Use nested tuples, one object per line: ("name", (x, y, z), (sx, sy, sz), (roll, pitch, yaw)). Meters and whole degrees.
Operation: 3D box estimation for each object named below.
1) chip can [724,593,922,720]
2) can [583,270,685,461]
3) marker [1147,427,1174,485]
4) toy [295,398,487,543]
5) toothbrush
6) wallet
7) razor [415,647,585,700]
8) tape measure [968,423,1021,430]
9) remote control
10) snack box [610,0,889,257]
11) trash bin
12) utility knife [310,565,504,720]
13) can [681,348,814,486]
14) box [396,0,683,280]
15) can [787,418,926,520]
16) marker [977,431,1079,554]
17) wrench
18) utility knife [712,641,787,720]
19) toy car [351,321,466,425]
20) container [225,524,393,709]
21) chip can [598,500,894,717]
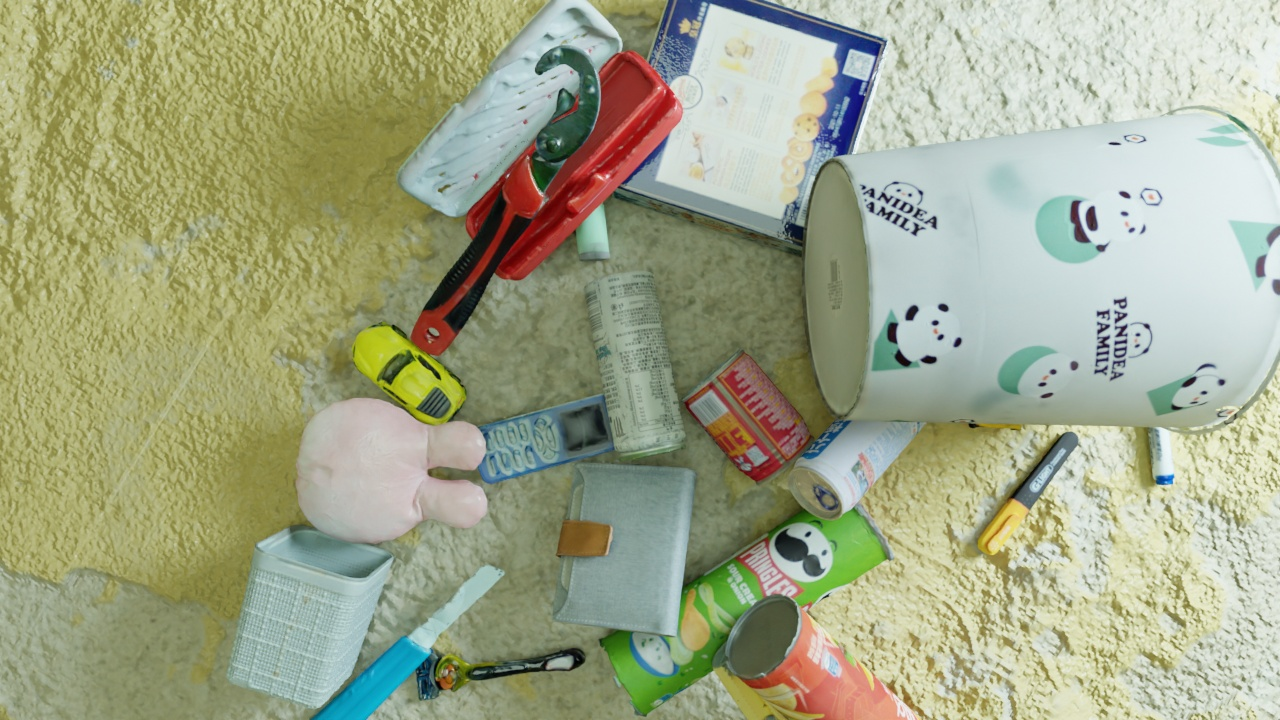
("chip can", (0.157, 0.265, 0.692), (0.073, 0.073, 0.216), (-45, 109, 0))
("can", (-0.004, 0.004, 0.734), (0.058, 0.058, 0.146), (-12, 85, 1))
("marker", (0.422, 0.029, 0.753), (0.017, 0.017, 0.145), (-6, 89, 1))
("toy", (-0.200, 0.092, 0.740), (0.159, 0.054, 0.121), (3, 100, 6))
("toothbrush", (-0.050, -0.192, 0.758), (0.027, 0.026, 0.224), (-8, 88, 40))
("wallet", (-0.015, 0.145, 0.721), (0.107, 0.037, 0.129), (2, 68, 18))
("razor", (-0.116, 0.254, 0.756), (0.143, 0.022, 0.042), (-6, 90, 0))
("tape measure", (0.285, 0.027, 0.749), (0.057, 0.029, 0.060), (4, 89, 2))
("remote control", (-0.074, 0.063, 0.756), (0.125, 0.024, 0.049), (-14, 89, -3))
("snack box", (0.086, -0.196, 0.746), (0.182, 0.046, 0.178), (18, 90, 1))
("trash bin", (0.257, -0.054, 0.643), (0.252, 0.229, 0.229), (-4, 89, -2))
("utility knife", (-0.198, 0.248, 0.751), (0.234, 0.018, 0.034), (-44, 84, 4))
("can", (0.086, 0.046, 0.733), (0.066, 0.066, 0.094), (-41, 89, 0))
("box", (-0.079, -0.166, 0.700), (0.202, 0.100, 0.110), (-43, 68, 15))
("can", (0.172, 0.062, 0.708), (0.134, 0.053, 0.053), (-40, 89, -30))
("marker", (0.320, 0.109, 0.754), (0.018, 0.015, 0.124), (38, 88, -3))
("wrench", (-0.105, -0.109, 0.695), (0.056, 0.016, 0.274), (29, 115, -10))
("utility knife", (0.110, 0.291, 0.726), (0.031, 0.021, 0.201), (-29, 117, 11))
("toy car", (-0.193, 0.011, 0.755), (0.105, 0.032, 0.048), (40, 90, 3))
("container", (-0.263, 0.202, 0.727), (0.090, 0.090, 0.111), (18, 92, 1))
("chip can", (0.082, 0.189, 0.729), (0.236, 0.072, 0.072), (-33, 89, 1))
